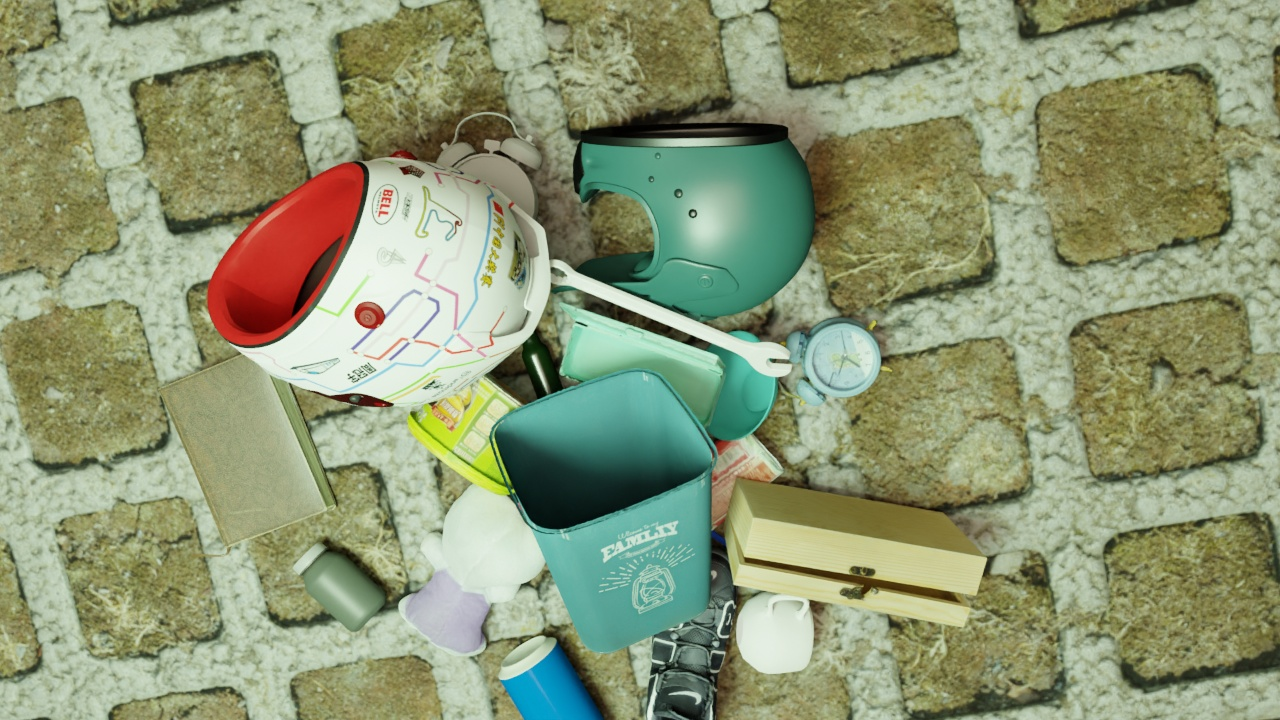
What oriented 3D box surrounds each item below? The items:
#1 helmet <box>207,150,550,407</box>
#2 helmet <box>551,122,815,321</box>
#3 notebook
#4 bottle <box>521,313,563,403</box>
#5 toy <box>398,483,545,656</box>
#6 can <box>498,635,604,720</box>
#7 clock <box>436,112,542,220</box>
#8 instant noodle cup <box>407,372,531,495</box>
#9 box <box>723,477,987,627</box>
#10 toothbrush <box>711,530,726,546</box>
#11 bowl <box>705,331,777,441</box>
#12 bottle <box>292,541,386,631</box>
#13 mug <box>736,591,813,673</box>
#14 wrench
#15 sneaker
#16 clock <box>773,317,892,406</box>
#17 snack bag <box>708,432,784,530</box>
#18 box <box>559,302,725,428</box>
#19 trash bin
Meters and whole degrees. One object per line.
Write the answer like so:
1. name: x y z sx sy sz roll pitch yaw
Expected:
1. helmet: -0.243 -0.067 0.912 0.315 0.236 0.230 -16 58 35
2. helmet: 0.042 -0.137 0.955 0.275 0.176 0.200 3 111 13
3. notebook: -0.488 0.114 1.102 0.190 0.034 0.215 -21 95 7
4. bottle: -0.119 -0.002 1.057 0.033 0.033 0.123 -20 95 7
5. toy: -0.198 0.246 1.072 0.137 0.085 0.209 33 104 1
6. can: -0.101 0.405 1.084 0.079 0.079 0.146 -30 94 8
7. clock: -0.168 -0.195 1.021 0.120 0.061 0.159 -4 98 5
8. instant noodle cup: -0.175 0.071 1.020 0.146 0.146 0.098 36 88 0
9. box: 0.221 0.203 0.989 0.249 0.128 0.092 11 99 -5
10. toothbrush: 0.049 0.179 1.079 0.186 0.011 0.016 34 99 -3
11. bowl: 0.117 0.031 1.021 0.046 0.121 0.121 10 101 -40
12. bottle: -0.360 0.269 1.098 0.108 0.060 0.060 44 98 -2
13. mug: 0.153 0.297 1.033 0.076 0.090 0.124 6 134 -4
14. wrench: 0.030 -0.043 0.929 0.273 0.047 0.009 22 57 -6
15. sneaker: 0.052 0.340 1.026 0.097 0.150 0.252 8 97 4
16. clock: 0.210 0.002 1.020 0.124 0.051 0.089 -17 96 10
17. snack bag: 0.097 0.132 1.053 0.116 0.036 0.077 -41 93 8
18. box: -0.004 0.005 1.003 0.187 0.113 0.078 20 78 14
19. trash bin: -0.026 0.164 0.955 0.196 0.199 0.219 -19 128 -12
